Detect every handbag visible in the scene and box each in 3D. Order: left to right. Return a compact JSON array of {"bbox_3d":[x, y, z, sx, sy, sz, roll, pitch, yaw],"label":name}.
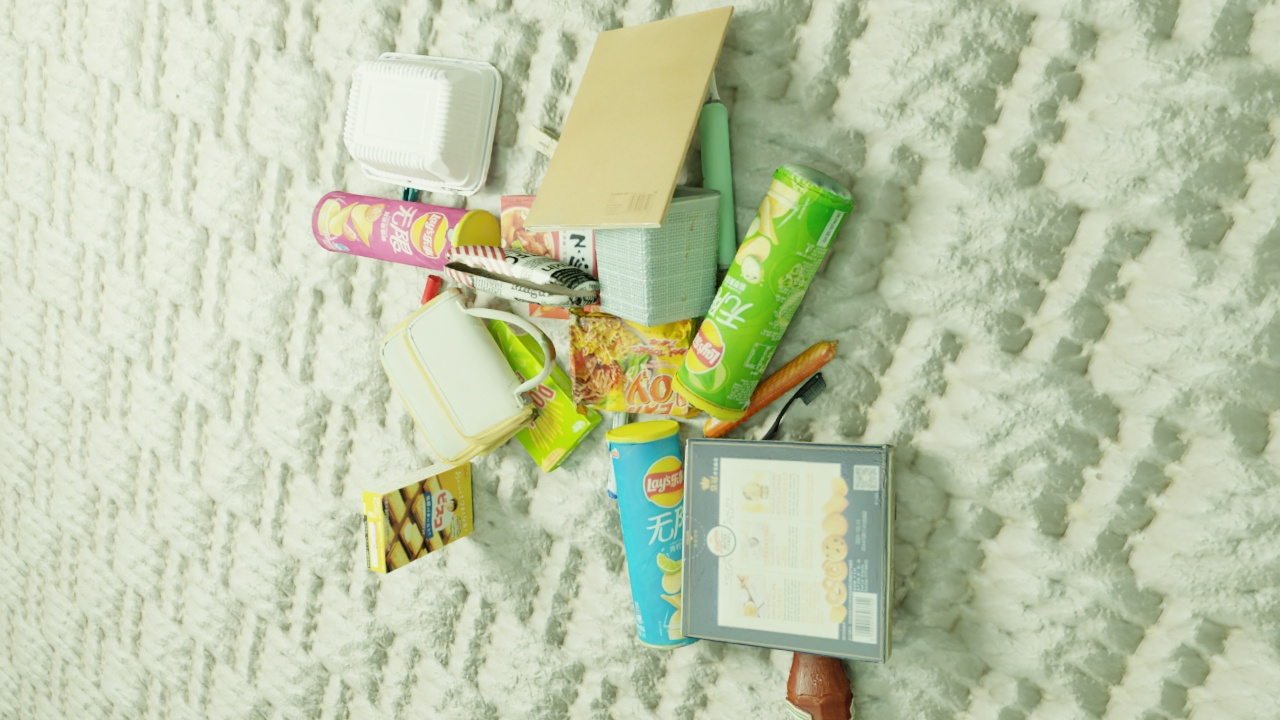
[{"bbox_3d":[-0.172,0.005,0.943,0.179,0.063,0.163,-35,83,28],"label":"handbag"}]

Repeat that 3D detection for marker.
[{"bbox_3d":[-0.252,-0.029,1.036,0.017,0.017,0.145,32,114,21],"label":"marker"},{"bbox_3d":[-0.020,0.069,0.922,0.017,0.016,0.146,13,106,28],"label":"marker"}]

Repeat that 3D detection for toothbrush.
[{"bbox_3d":[0.066,-0.191,0.813,0.026,0.027,0.224,-5,99,-4],"label":"toothbrush"},{"bbox_3d":[0.110,0.080,0.851,0.017,0.014,0.189,39,118,4],"label":"toothbrush"}]

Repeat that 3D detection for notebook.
[{"bbox_3d":[-0.011,-0.204,0.784,0.150,0.012,0.211,5,70,39],"label":"notebook"}]

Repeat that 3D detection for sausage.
[{"bbox_3d":[0.115,0.028,0.832,0.166,0.021,0.021,-38,80,30],"label":"sausage"}]

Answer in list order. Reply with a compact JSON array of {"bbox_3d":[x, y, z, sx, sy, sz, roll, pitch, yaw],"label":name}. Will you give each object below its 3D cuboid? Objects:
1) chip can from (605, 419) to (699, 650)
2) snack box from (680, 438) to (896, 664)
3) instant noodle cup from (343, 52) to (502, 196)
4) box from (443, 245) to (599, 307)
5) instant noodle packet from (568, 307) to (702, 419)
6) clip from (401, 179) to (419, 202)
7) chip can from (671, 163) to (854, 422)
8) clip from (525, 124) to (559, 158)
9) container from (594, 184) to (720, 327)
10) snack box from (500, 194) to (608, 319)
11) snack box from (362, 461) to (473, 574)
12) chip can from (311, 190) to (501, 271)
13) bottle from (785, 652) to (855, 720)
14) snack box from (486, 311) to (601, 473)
[{"bbox_3d":[0.016,0.167,0.888,0.071,0.071,0.210,-4,98,31],"label":"chip can"},{"bbox_3d":[0.128,0.160,0.804,0.183,0.045,0.178,1,87,23],"label":"snack box"},{"bbox_3d":[-0.235,-0.249,0.948,0.174,0.060,0.138,15,99,28],"label":"instant noodle cup"},{"bbox_3d":[-0.113,-0.086,0.863,0.164,0.071,0.060,16,125,24],"label":"box"},{"bbox_3d":[-0.005,0.005,0.871,0.128,0.044,0.111,4,109,13],"label":"instant noodle packet"},{"bbox_3d":[-0.249,-0.198,1.002,0.049,0.015,0.057,23,111,22],"label":"clip"},{"bbox_3d":[0.103,-0.058,0.783,0.072,0.072,0.222,33,110,21],"label":"chip can"},{"bbox_3d":[-0.077,-0.195,0.873,0.102,0.094,0.035,31,114,9],"label":"clip"},{"bbox_3d":[0.013,-0.094,0.814,0.090,0.089,0.111,23,119,52],"label":"container"},{"bbox_3d":[-0.080,-0.099,0.905,0.113,0.044,0.127,5,103,29],"label":"snack box"},{"bbox_3d":[-0.239,0.165,0.995,0.034,0.140,0.087,6,102,28],"label":"snack box"},{"bbox_3d":[-0.254,-0.137,0.983,0.211,0.071,0.071,12,106,28],"label":"chip can"},{"bbox_3d":[0.161,0.290,0.838,0.060,0.059,0.206,-5,91,31],"label":"bottle"},{"bbox_3d":[-0.118,0.033,0.965,0.156,0.026,0.086,49,120,12],"label":"snack box"}]
